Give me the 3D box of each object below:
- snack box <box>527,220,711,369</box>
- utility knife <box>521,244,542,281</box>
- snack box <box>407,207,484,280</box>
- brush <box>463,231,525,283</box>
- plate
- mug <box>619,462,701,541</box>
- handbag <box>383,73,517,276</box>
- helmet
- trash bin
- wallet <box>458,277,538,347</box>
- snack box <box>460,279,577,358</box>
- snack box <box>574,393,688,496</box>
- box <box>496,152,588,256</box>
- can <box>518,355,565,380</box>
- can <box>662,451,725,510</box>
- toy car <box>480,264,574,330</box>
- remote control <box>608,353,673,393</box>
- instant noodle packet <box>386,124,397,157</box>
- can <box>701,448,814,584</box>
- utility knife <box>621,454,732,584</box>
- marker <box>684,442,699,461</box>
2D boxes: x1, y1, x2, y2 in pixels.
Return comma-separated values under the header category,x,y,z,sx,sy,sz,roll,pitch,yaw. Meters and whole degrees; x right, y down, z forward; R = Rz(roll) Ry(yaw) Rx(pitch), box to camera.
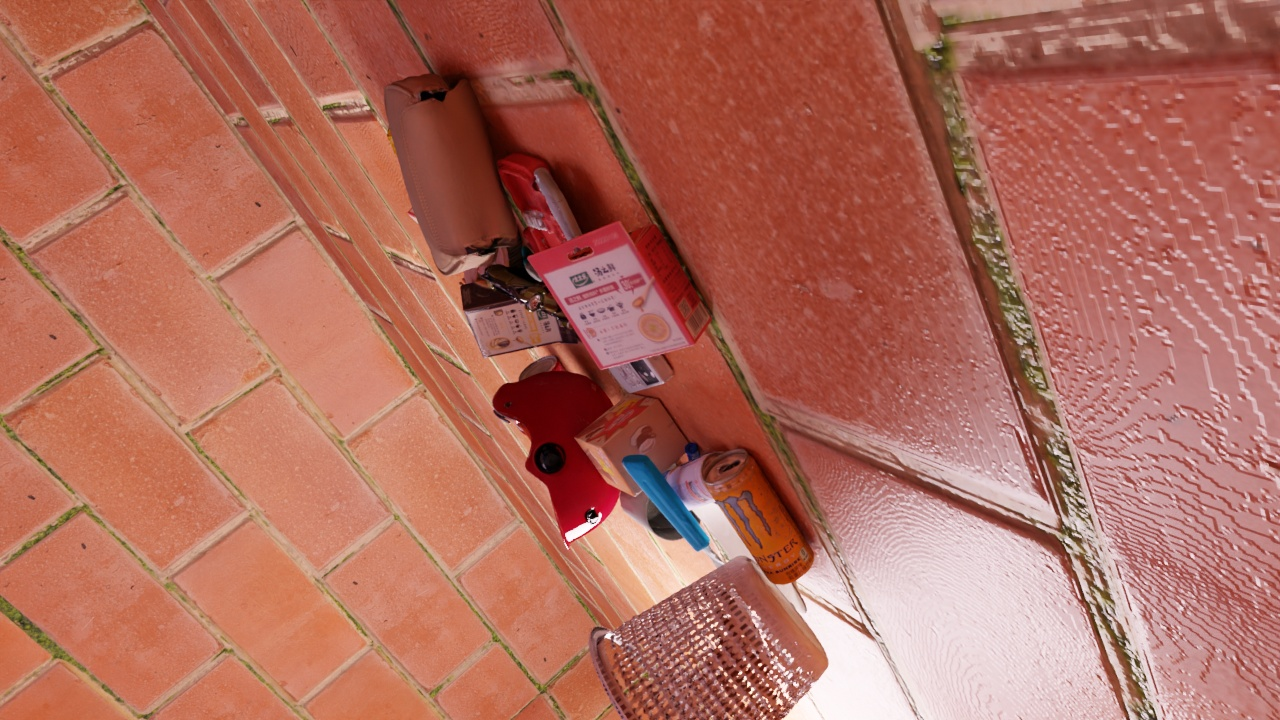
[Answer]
category,x,y,z,sx,sy,sz,roll,pitch,yaw
snack box,-0.018,-0.063,0.799,0.113,0.044,0.127,-14,118,39
utility knife,-0.121,-0.112,1.018,0.029,0.013,0.178,45,-176,-18
snack box,-0.238,-0.150,1.232,0.156,0.027,0.077,45,170,-36
brush,-0.183,-0.127,1.124,0.063,0.073,0.146,47,161,16
plate,0.135,0.222,1.097,0.164,0.034,0.164,54,163,-10
mug,0.023,0.168,1.224,0.103,0.083,0.124,-170,70,-67
handbag,-0.191,-0.192,0.943,0.148,0.099,0.204,25,133,64
helmet,-0.088,0.117,1.231,0.240,0.144,0.207,63,176,15
trash bin,0.086,0.327,0.996,0.227,0.192,0.227,50,-177,-3
wallet,-0.188,-0.069,1.260,0.130,0.035,0.119,37,179,0
snack box,-0.150,-0.057,1.150,0.113,0.125,0.053,82,174,-59
snack box,-0.010,0.100,1.113,0.077,0.092,0.094,56,163,-16
box,-0.067,-0.105,0.912,0.161,0.050,0.201,42,162,54
can,-0.130,0.048,1.360,0.094,0.066,0.066,59,162,-24
can,0.064,0.140,1.044,0.053,0.053,0.135,51,153,0
toy car,-0.115,-0.074,1.015,0.070,0.042,0.158,30,-175,25
remote control,-0.006,0.006,1.031,0.058,0.021,0.150,52,164,-4
instant noodle packet,-0.260,-0.236,1.144,0.128,0.044,0.111,39,161,42
can,0.124,0.165,0.962,0.146,0.058,0.058,56,163,-17
utility knife,0.051,0.185,1.043,0.034,0.018,0.208,-23,112,40
marker,0.073,0.146,1.127,0.017,0.016,0.146,39,160,34
